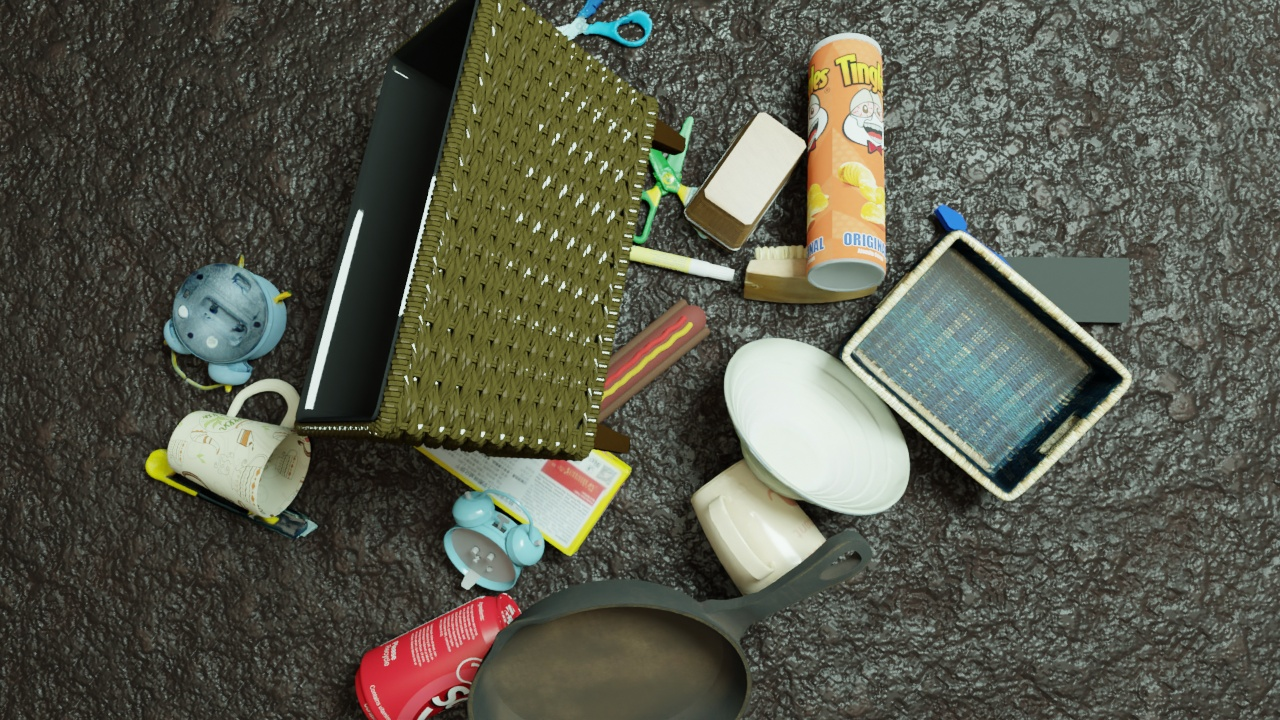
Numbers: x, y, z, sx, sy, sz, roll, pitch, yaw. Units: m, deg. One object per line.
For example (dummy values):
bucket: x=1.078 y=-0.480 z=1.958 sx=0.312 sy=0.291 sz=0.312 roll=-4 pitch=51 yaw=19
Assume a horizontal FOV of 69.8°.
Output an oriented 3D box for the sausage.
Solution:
sausage: x=-0.005 y=0.005 z=0.815 sx=0.155 sy=0.040 sz=0.040 roll=-39 pitch=86 yaw=2

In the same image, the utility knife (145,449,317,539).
utility knife: x=-0.377 y=0.125 z=0.848 sx=0.171 sy=0.020 sz=0.029 roll=23 pitch=91 yaw=3

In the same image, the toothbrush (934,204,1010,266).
toothbrush: x=0.325 y=-0.067 z=0.792 sx=0.016 sy=0.011 sz=0.186 roll=-44 pitch=84 yaw=3

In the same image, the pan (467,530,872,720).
pan: x=0.025 y=0.226 z=0.735 sx=0.357 sy=0.043 sz=0.248 roll=-36 pitch=121 yaw=16

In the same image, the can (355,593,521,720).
can: x=-0.171 y=0.262 z=0.799 sx=0.142 sy=0.074 sz=0.074 roll=-27 pitch=86 yaw=3

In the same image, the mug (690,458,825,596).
mug: x=0.092 y=0.142 z=0.769 sx=0.085 sy=0.111 sz=0.104 roll=-39 pitch=77 yaw=16

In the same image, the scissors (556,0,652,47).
scissors: x=-0.060 y=-0.318 z=0.846 sx=0.135 sy=0.015 sz=0.086 roll=-13 pitch=91 yaw=8

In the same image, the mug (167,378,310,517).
mug: x=-0.354 y=0.069 z=0.827 sx=0.097 sy=0.081 sz=0.121 roll=17 pitch=66 yaw=9

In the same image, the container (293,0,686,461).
container: x=-0.103 y=-0.078 z=0.708 sx=0.204 sy=0.177 sz=0.320 roll=19 pitch=76 yaw=-35

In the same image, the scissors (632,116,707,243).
scissors: x=0.033 y=-0.161 z=0.832 sx=0.119 sy=0.012 sz=0.128 roll=21 pitch=89 yaw=2

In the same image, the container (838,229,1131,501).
container: x=0.281 y=0.002 z=0.770 sx=0.187 sy=0.071 sz=0.145 roll=42 pitch=101 yaw=4

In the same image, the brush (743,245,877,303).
brush: x=0.149 y=-0.077 z=0.803 sx=0.117 sy=0.049 sz=0.039 roll=0 pitch=65 yaw=5

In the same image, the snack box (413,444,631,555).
snack box: x=-0.116 y=0.079 z=0.819 sx=0.200 sy=0.042 sz=0.092 roll=34 pitch=90 yaw=4

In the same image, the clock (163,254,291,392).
clock: x=-0.379 y=-0.030 z=0.836 sx=0.089 sy=0.051 sz=0.124 roll=36 pitch=92 yaw=3

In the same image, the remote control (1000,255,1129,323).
remote control: x=0.357 y=-0.062 z=0.804 sx=0.133 sy=0.013 sz=0.058 roll=2 pitch=88 yaw=4

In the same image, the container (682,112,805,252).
container: x=0.094 y=-0.158 z=0.796 sx=0.063 sy=0.061 sz=0.114 roll=35 pitch=84 yaw=-1

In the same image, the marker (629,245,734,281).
marker: x=0.019 y=-0.091 z=0.829 sx=0.132 sy=0.014 sz=0.014 roll=13 pitch=89 yaw=4

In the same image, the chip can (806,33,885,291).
chip can: x=0.172 y=-0.167 z=0.769 sx=0.062 sy=0.062 sz=0.210 roll=3 pitch=72 yaw=4

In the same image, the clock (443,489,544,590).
clock: x=-0.127 y=0.153 z=0.789 sx=0.087 sy=0.041 sz=0.123 roll=33 pitch=133 yaw=5

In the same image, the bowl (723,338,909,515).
bowl: x=0.135 y=0.066 z=0.771 sx=0.176 sy=0.176 sz=0.058 roll=38 pitch=131 yaw=4
